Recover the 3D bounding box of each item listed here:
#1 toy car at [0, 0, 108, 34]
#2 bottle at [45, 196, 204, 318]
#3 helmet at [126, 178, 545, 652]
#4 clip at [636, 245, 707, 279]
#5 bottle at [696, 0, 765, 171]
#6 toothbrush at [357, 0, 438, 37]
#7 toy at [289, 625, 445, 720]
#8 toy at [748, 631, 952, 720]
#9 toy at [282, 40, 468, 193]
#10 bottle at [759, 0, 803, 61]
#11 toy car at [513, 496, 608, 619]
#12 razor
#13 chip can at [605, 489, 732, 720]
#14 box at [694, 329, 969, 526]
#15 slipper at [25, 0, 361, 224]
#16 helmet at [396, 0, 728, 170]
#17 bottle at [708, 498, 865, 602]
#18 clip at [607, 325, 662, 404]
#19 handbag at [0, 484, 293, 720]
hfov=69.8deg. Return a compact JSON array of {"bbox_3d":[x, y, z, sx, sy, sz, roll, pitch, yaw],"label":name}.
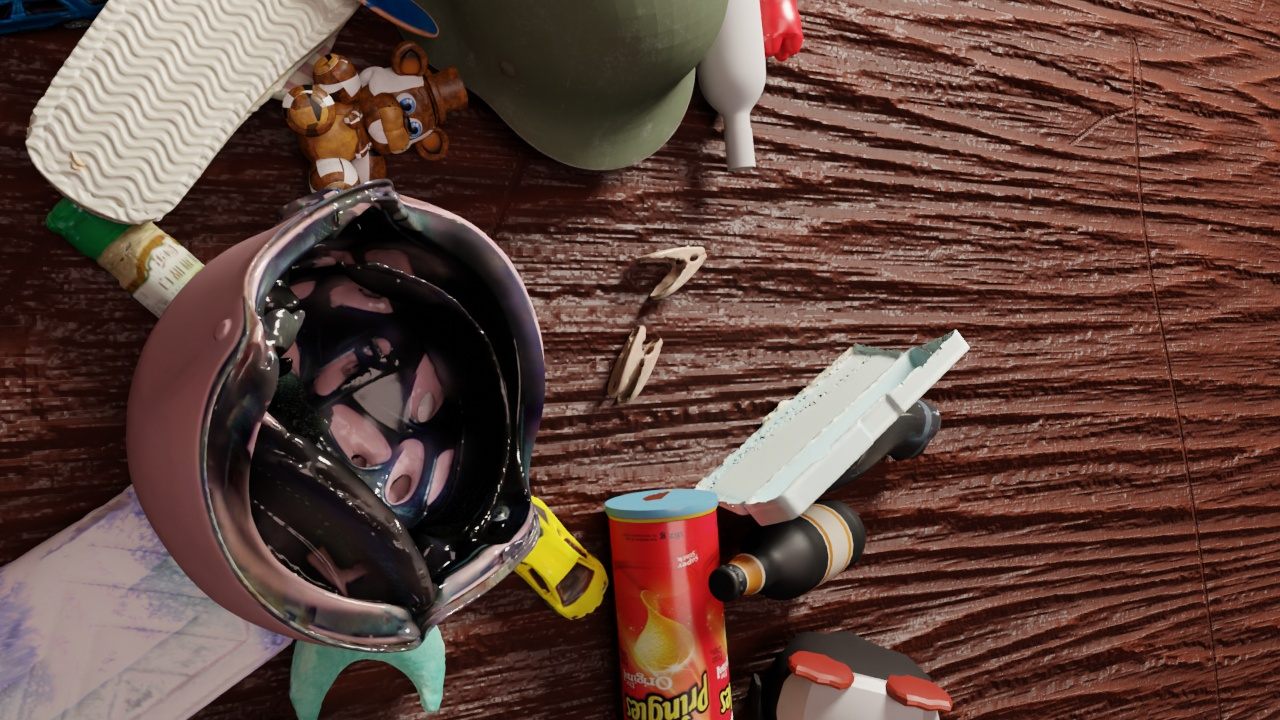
[{"bbox_3d":[-0.343,-0.204,0.489,0.120,0.044,0.056,-20,100,-25],"label":"toy car"},{"bbox_3d":[-0.278,-0.052,0.523,0.111,0.043,0.043,47,71,-20],"label":"bottle"},{"bbox_3d":[-0.160,0.030,0.507,0.230,0.153,0.254,62,36,-29],"label":"helmet"},{"bbox_3d":[0.025,-0.076,0.690,0.061,0.026,0.049,31,75,-25],"label":"clip"},{"bbox_3d":[0.066,-0.243,0.694,0.052,0.052,0.195,-8,94,-27],"label":"bottle"},{"bbox_3d":[-0.177,-0.225,0.536,0.135,0.017,0.021,19,71,-34],"label":"toothbrush"},{"bbox_3d":[-0.170,0.180,0.573,0.105,0.033,0.085,12,60,-44],"label":"toy"},{"bbox_3d":[0.153,0.314,0.717,0.159,0.140,0.184,12,94,5],"label":"toy"},{"bbox_3d":[-0.162,-0.151,0.570,0.112,0.067,0.087,-24,131,-19],"label":"toy"},{"bbox_3d":[0.100,-0.307,0.717,0.041,0.042,0.141,-9,94,-27],"label":"bottle"},{"bbox_3d":[-0.063,0.139,0.643,0.107,0.030,0.049,48,69,-20],"label":"toy car"},{"bbox_3d":[0.187,0.074,0.760,0.140,0.053,0.064,-30,112,-21],"label":"razor"},{"bbox_3d":[0.023,0.205,0.656,0.087,0.087,0.213,-5,92,-27],"label":"chip can"},{"bbox_3d":[0.143,0.049,0.687,0.196,0.136,0.044,-38,101,-22],"label":"box"},{"bbox_3d":[-0.241,-0.188,0.531,0.115,0.052,0.262,40,66,-28],"label":"slipper"},{"bbox_3d":[-0.032,-0.262,0.586,0.226,0.154,0.268,-25,102,-25],"label":"helmet"},{"bbox_3d":[0.104,0.143,0.669,0.181,0.059,0.059,-3,92,-55],"label":"bottle"},{"bbox_3d":[-0.006,0.001,0.674,0.060,0.026,0.049,-29,101,-26],"label":"clip"},{"bbox_3d":[-0.290,0.149,0.509,0.158,0.069,0.126,-35,91,-23],"label":"handbag"}]
